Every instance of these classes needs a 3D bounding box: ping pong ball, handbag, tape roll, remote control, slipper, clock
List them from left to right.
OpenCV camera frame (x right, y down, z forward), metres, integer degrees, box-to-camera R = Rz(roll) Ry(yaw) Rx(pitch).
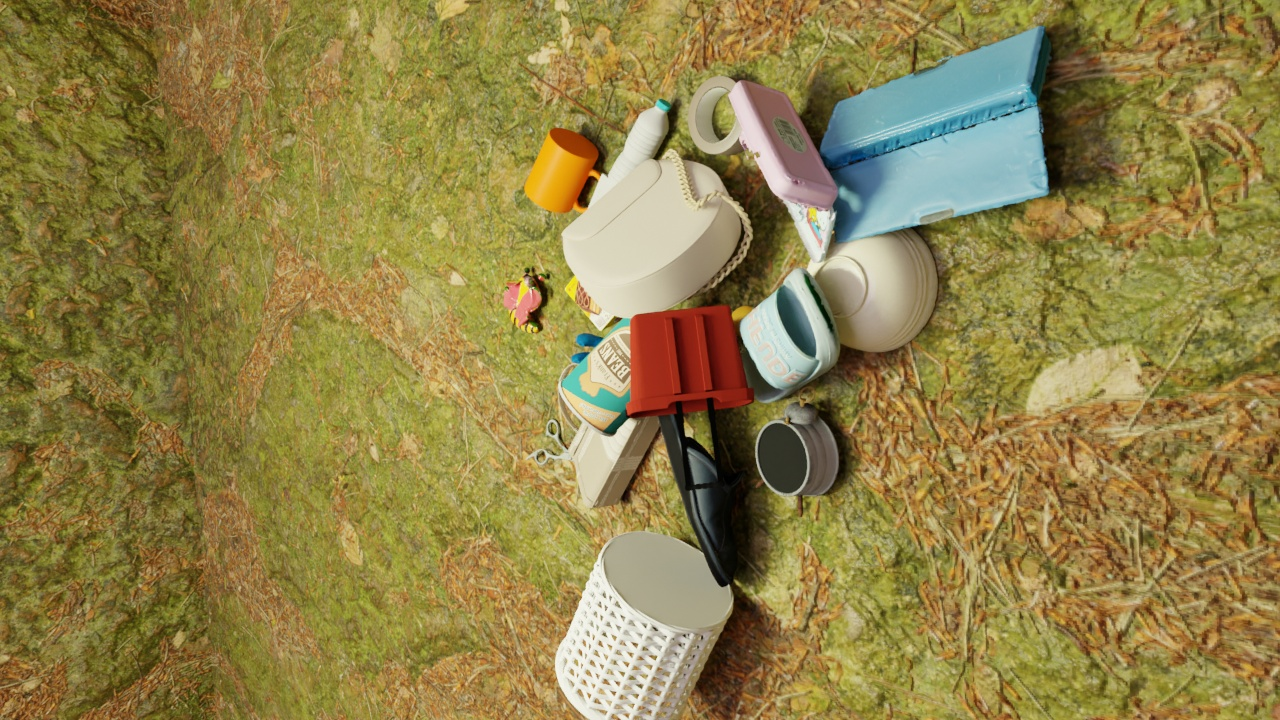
[{"bbox_3d":[-0.068,0.084,1.350,0.198,0.062,0.176,50,126,36],"label":"handbag"},{"bbox_3d":[-0.064,-0.207,1.326,0.033,0.012,0.131,46,131,24],"label":"remote control"},{"bbox_3d":[0.010,-0.158,1.133,0.210,0.103,0.208,-42,42,-7],"label":"handbag"},{"bbox_3d":[0.093,0.159,1.162,0.083,0.109,0.265,-18,99,3],"label":"slipper"},{"bbox_3d":[0.103,-0.303,1.139,0.094,0.030,0.094,7,100,45],"label":"tape roll"},{"bbox_3d":[0.131,-0.047,1.136,0.040,0.040,0.040,7,100,45],"label":"ping pong ball"},{"bbox_3d":[0.153,-0.012,1.035,0.246,0.074,0.104,114,134,-66],"label":"slipper"},{"bbox_3d":[0.187,0.100,1.086,0.104,0.056,0.148,32,122,49],"label":"clock"}]

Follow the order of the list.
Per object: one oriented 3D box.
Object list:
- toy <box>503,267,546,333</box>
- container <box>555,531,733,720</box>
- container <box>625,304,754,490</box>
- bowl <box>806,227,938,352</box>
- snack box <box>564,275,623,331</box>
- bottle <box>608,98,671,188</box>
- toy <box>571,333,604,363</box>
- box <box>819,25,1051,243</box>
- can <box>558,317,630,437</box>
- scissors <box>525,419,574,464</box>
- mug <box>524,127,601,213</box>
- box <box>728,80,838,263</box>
[{"bbox_3d":[-0.183,-0.093,1.453,0.084,0.046,0.103,19,114,29],"label":"toy"},{"bbox_3d":[0.004,0.356,1.213,0.189,0.188,0.187,40,121,35],"label":"container"},{"bbox_3d":[0.056,0.046,1.049,0.127,0.148,0.200,103,161,-82],"label":"container"},{"bbox_3d":[0.237,-0.081,0.999,0.151,0.075,0.151,7,100,44],"label":"bowl"},{"bbox_3d":[-0.038,-0.109,1.274,0.083,0.061,0.106,50,128,8],"label":"snack box"},{"bbox_3d":[0.002,-0.289,1.235,0.044,0.044,0.137,52,128,28],"label":"bottle"},{"bbox_3d":[-0.007,0.007,1.260,0.176,0.070,0.113,15,105,23],"label":"toy"},{"bbox_3d":[0.284,-0.222,0.909,0.232,0.060,0.175,-11,65,45],"label":"box"},{"bbox_3d":[-0.020,0.013,1.176,0.144,0.099,0.099,-45,61,15],"label":"can"},{"bbox_3d":[-0.119,0.157,1.434,0.131,0.014,0.153,-53,57,25],"label":"scissors"},{"bbox_3d":[-0.101,-0.266,1.331,0.112,0.077,0.096,35,123,5],"label":"mug"},{"bbox_3d":[0.151,-0.206,1.004,0.201,0.111,0.102,-104,31,-42],"label":"box"}]
